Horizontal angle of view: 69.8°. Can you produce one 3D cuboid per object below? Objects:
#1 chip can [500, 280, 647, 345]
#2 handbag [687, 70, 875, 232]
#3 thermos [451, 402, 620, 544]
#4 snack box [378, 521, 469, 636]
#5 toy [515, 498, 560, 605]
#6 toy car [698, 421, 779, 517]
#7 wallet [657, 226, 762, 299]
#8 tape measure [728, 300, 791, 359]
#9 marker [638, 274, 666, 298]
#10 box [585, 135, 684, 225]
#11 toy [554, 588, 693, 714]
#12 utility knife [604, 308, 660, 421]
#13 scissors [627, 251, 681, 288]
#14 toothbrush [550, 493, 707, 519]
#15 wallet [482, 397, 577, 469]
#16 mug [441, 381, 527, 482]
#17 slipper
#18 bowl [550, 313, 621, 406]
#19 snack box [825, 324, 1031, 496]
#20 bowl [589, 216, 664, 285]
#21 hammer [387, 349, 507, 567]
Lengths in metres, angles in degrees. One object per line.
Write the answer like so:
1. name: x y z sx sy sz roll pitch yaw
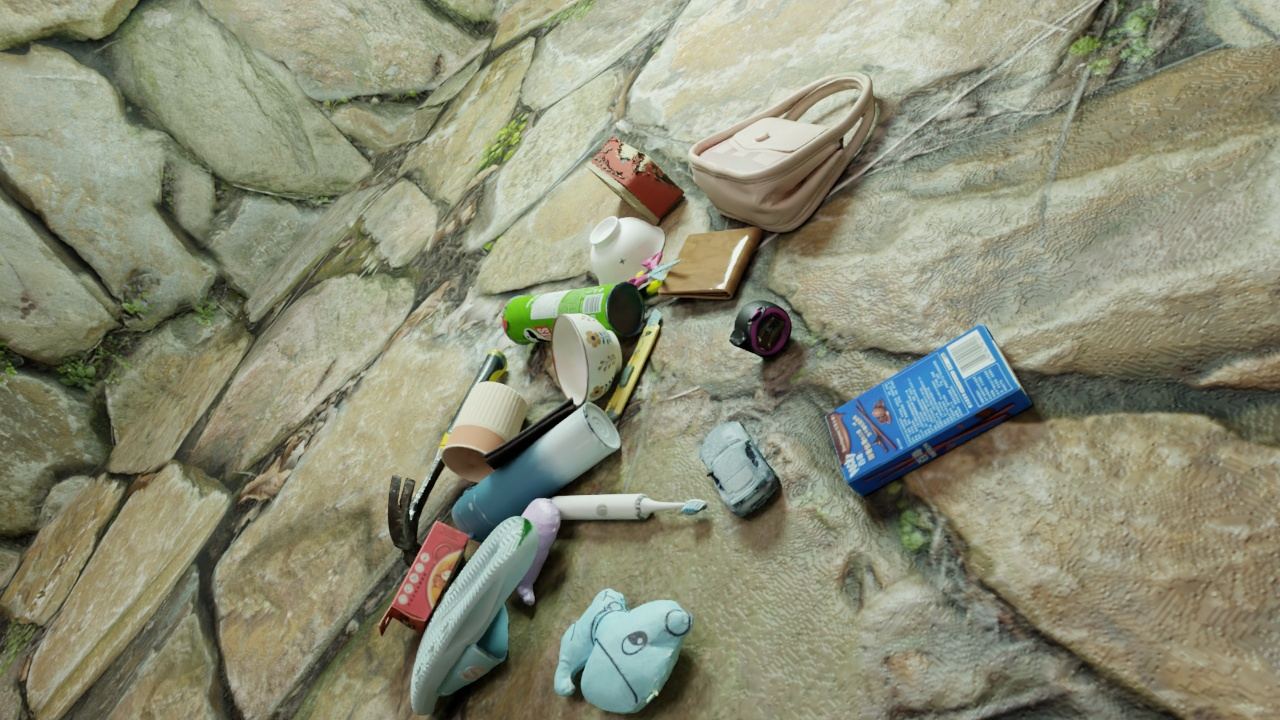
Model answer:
1. chip can: -0.093 -0.061 1.228 0.237 0.072 0.072 -3 53 49
2. handbag: 0.189 -0.272 1.129 0.234 0.093 0.193 -42 32 -5
3. thermos: -0.126 0.133 1.061 0.221 0.070 0.070 -36 33 18
4. snack box: -0.244 0.257 1.039 0.126 0.044 0.113 -64 3 -25
5. toy: -0.118 0.201 0.992 0.084 0.039 0.108 28 94 54
6. toy car: 0.090 0.099 0.872 0.054 0.037 0.120 -42 29 9
7. wallet: 0.083 -0.118 1.120 0.115 0.020 0.101 3 55 42
8. tape measure: 0.127 -0.032 0.948 0.058 0.057 0.039 -64 29 3
9. marker: 0.003 -0.087 1.199 0.124 0.015 0.018 -26 33 36
10. box: -0.006 -0.272 1.338 0.079 0.091 0.168 -49 32 4
11. toy: -0.019 0.258 0.813 0.161 0.050 0.156 -46 29 11
12. utility knife: -0.007 0.006 1.112 0.031 0.019 0.172 -2 48 41
13. scissors: 0.022 -0.119 1.174 0.096 0.017 0.137 -53 18 -26
14. toothbrush: -0.017 0.152 0.948 0.222 0.027 0.026 -9 18 44
15. wallet: -0.128 0.088 1.081 0.122 0.020 0.096 -32 -10 -9
16. mug: -0.203 0.099 1.189 0.115 0.081 0.105 124 167 -52
17. slipper: -0.163 0.265 0.948 0.246 0.074 0.104 -56 19 19
18. bowl: -0.061 -0.005 1.120 0.062 0.113 0.113 -13 21 -25
19. snack box: 0.235 0.042 0.767 0.157 0.026 0.084 -34 34 21
20. bowl: -0.032 -0.160 1.272 0.118 0.064 0.118 -31 34 25
21. hammer: -0.250 0.106 1.218 0.032 0.126 0.322 10 48 14
